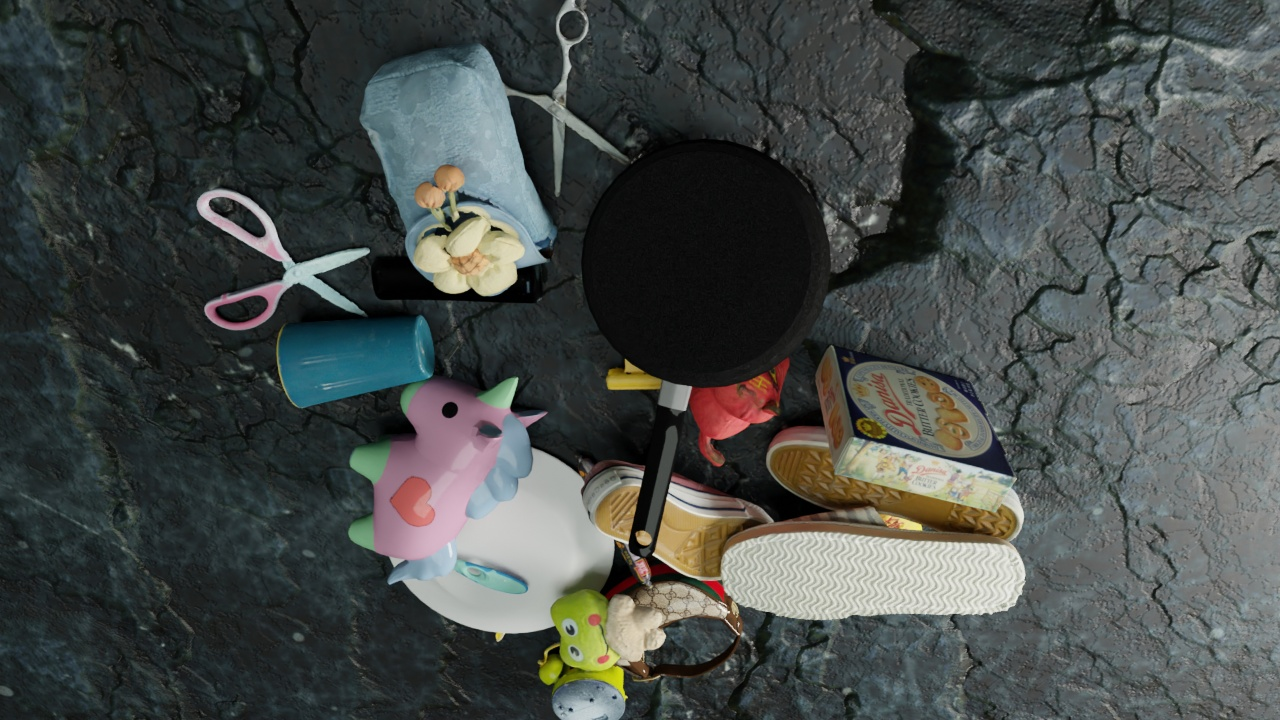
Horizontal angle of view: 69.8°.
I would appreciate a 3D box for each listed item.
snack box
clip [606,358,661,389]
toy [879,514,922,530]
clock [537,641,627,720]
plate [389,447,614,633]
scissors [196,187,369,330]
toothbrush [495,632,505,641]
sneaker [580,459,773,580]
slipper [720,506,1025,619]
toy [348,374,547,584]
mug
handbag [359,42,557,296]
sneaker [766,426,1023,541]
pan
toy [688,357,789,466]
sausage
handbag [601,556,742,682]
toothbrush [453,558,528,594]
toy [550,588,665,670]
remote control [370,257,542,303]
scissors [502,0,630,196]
[{"bbox_3d":[0.234,0.056,0.800,0.145,0.144,0.043,14,122,-6],"label":"snack box"},{"bbox_3d":[-0.005,0.007,0.848,0.054,0.045,0.048,1,144,3],"label":"clip"},{"bbox_3d":[0.218,0.188,0.923,0.105,0.067,0.137,28,110,-15],"label":"toy"},{"bbox_3d":[-0.064,0.359,1.030,0.083,0.057,0.119,-25,116,16],"label":"clock"},{"bbox_3d":[-0.148,0.191,0.951,0.242,0.016,0.243,2,115,3],"label":"plate"},{"bbox_3d":[-0.326,-0.090,0.814,0.171,0.014,0.169,-15,118,11],"label":"scissors"},{"bbox_3d":[-0.141,0.255,0.998,0.021,0.016,0.136,16,119,-2],"label":"toothbrush"},{"bbox_3d":[0.033,0.143,0.891,0.241,0.088,0.118,27,106,-36],"label":"sneaker"},{"bbox_3d":[0.211,0.192,0.857,0.273,0.053,0.114,-3,120,15],"label":"slipper"},{"bbox_3d":[-0.184,0.116,0.863,0.171,0.120,0.222,8,100,15],"label":"toy"},{"bbox_3d":[-0.253,-0.004,0.828,0.121,0.078,0.078,-9,119,1],"label":"mug"},{"bbox_3d":[-0.144,-0.141,0.719,0.122,0.118,0.192,-6,125,13],"label":"handbag"},{"bbox_3d":[0.240,0.100,0.867,0.236,0.079,0.088,14,128,15],"label":"sneaker"},{"bbox_3d":[0.034,-0.004,0.752,0.204,0.044,0.356,14,96,11],"label":"pan"},{"bbox_3d":[0.078,0.045,0.828,0.088,0.094,0.133,18,119,-10],"label":"toy"},{"bbox_3d":[-0.026,0.159,0.914,0.020,0.020,0.155,-26,94,16],"label":"sausage"},{"bbox_3d":[0.026,0.285,0.975,0.167,0.063,0.138,-35,102,23],"label":"handbag"},{"bbox_3d":[-0.179,0.213,0.943,0.135,0.017,0.022,24,107,-6],"label":"toothbrush"},{"bbox_3d":[-0.032,0.272,0.924,0.118,0.043,0.092,-7,105,19],"label":"toy"},{"bbox_3d":[-0.164,-0.070,0.815,0.152,0.020,0.041,1,118,3],"label":"remote control"},{"bbox_3d":[-0.064,-0.216,0.733,0.141,0.014,0.175,16,117,-4],"label":"scissors"}]
